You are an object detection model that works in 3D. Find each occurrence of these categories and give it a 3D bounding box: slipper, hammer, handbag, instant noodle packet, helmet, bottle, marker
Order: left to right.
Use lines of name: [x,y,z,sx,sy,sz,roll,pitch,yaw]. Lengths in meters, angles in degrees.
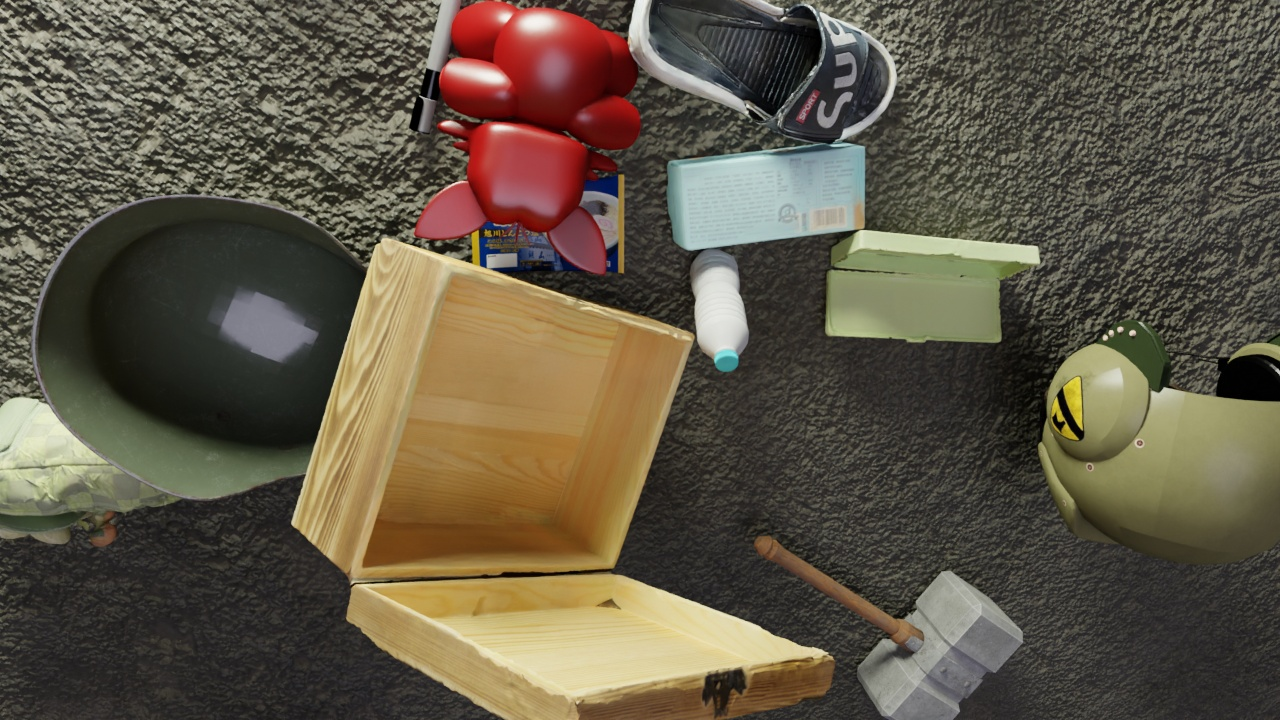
handbag: [-0.462,0.100,0.763,0.186,0.113,0.117,4,116,-14]
helmet: [-0.303,-0.020,0.726,0.267,0.154,0.227,23,99,-22]
marker: [-0.163,-0.255,0.747,0.016,0.016,0.141,13,106,-16]
instant noodle packet: [-0.081,-0.119,0.807,0.134,0.026,0.087,-2,105,-10]
bottle: [0.069,-0.044,0.806,0.044,0.136,0.044,-1,133,-1]
slipper: [0.116,-0.248,0.761,0.263,0.063,0.111,13,100,-27]
hammer: [0.240,0.266,0.980,0.317,0.083,0.163,34,99,-20]
helmet: [0.487,0.069,0.857,0.250,0.255,0.233,0,106,-11]

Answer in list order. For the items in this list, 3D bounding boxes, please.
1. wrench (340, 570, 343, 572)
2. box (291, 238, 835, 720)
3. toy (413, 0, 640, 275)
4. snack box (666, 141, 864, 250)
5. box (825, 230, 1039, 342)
wrench: [-0.166,0.148,0.879,0.273,0.010,0.070,-15,110,-6]
box: [-0.037,0.113,0.668,0.278,0.337,0.287,12,100,-50]
toy: [-0.085,-0.179,0.728,0.158,0.120,0.197,11,90,-17]
snack box: [0.114,-0.149,0.823,0.174,0.053,0.075,-9,111,-10]
box: [0.277,-0.070,0.868,0.187,0.082,0.098,0,83,-12]
